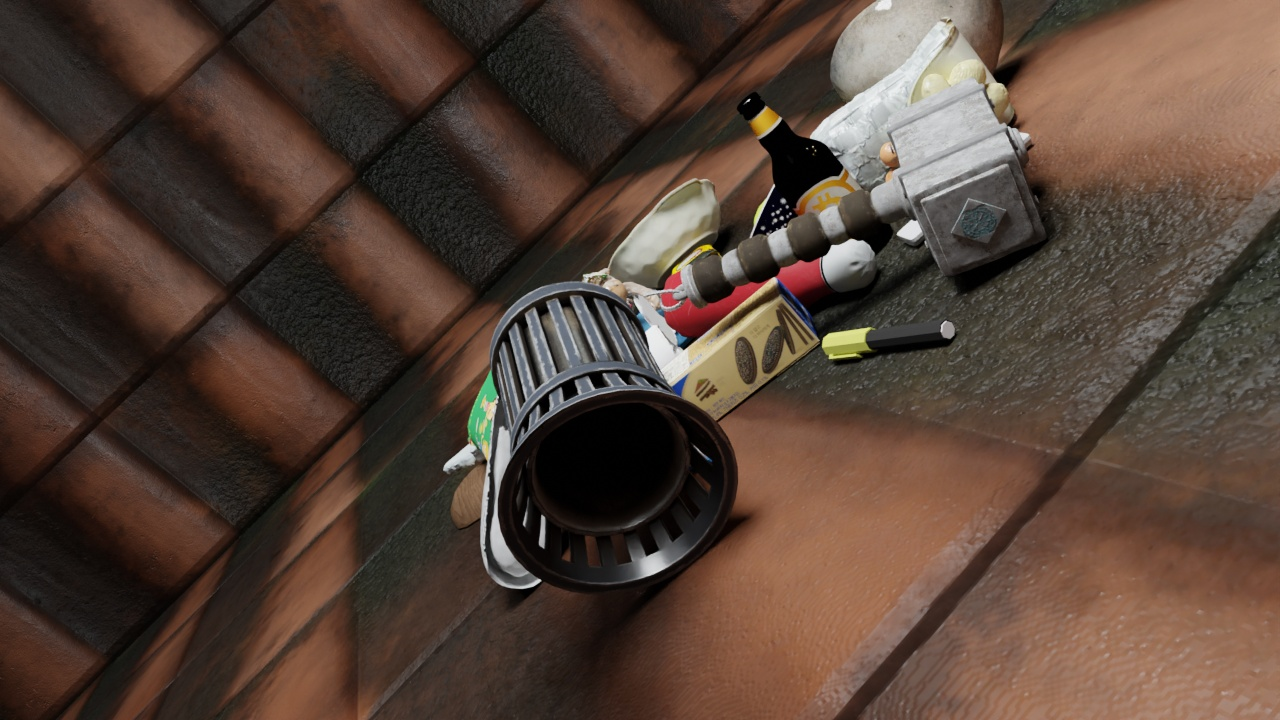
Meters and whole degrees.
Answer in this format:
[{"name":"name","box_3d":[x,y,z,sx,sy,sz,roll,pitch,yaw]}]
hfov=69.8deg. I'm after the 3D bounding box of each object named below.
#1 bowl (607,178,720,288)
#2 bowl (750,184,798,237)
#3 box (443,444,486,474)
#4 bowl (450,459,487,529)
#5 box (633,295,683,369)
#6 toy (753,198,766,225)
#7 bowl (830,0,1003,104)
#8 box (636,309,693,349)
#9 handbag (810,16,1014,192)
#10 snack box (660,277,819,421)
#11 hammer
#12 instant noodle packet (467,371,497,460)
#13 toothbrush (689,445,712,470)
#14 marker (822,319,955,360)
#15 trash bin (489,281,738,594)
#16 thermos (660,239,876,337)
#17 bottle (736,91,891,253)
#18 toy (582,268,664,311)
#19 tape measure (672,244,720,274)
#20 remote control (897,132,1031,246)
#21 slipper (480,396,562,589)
[{"name":"bowl","box_3d":[0.045,-0.155,1.229,0.188,0.060,0.220,-37,-11,-23]},{"name":"bowl","box_3d":[0.162,-0.139,0.933,0.120,0.066,0.120,-58,-13,-22]},{"name":"box","box_3d":[-0.161,0.072,1.239,0.208,0.037,0.189,-42,14,-37]},{"name":"bowl","box_3d":[-0.202,0.158,1.160,0.118,0.030,0.117,-40,16,14]},{"name":"box","box_3d":[-0.006,0.005,0.949,0.106,0.080,0.150,-41,28,8]},{"name":"toy","box_3d":[0.163,-0.162,1.057,0.092,0.046,0.115,-28,29,46]},{"name":"bowl","box_3d":[0.288,-0.292,0.928,0.179,0.178,0.081,-32,56,36]},{"name":"box","box_3d":[0.000,-0.013,1.062,0.231,0.052,0.093,-44,17,-1]},{"name":"handbag","box_3d":[0.250,-0.212,0.854,0.172,0.112,0.123,-37,24,22]},{"name":"snack box","box_3d":[0.062,0.017,0.827,0.207,0.057,0.056,-40,15,18]},{"name":"hammer","box_3d":[0.145,-0.103,0.745,0.327,0.079,0.176,-22,27,22]},{"name":"instant noodle packet","box_3d":[-0.123,0.036,1.023,0.195,0.090,0.253,-63,24,0]},{"name":"toothbrush","box_3d":[0.009,0.102,0.814,0.167,0.014,0.016,-28,22,46]},{"name":"marker","box_3d":[0.181,-0.015,0.682,0.124,0.017,0.021,-9,71,62]},{"name":"trash bin","box_3d":[-0.039,0.042,0.716,0.164,0.164,0.227,-42,29,8]},{"name":"thermos","box_3d":[0.120,-0.072,0.877,0.240,0.073,0.073,-10,36,50]},{"name":"bottle","box_3d":[0.154,-0.169,0.841,0.059,0.181,0.059,-40,16,14]},{"name":"toy","box_3d":[-0.023,-0.066,1.023,0.074,0.106,0.085,-1,51,50]},{"name":"tape measure","box_3d":[0.073,-0.115,1.167,0.065,0.037,0.064,-42,16,-2]},{"name":"remote control","box_3d":[0.278,-0.147,0.789,0.131,0.012,0.033,-42,18,5]},{"name":"slipper","box_3d":[-0.095,0.087,0.864,0.075,0.112,0.246,1,79,62]}]
